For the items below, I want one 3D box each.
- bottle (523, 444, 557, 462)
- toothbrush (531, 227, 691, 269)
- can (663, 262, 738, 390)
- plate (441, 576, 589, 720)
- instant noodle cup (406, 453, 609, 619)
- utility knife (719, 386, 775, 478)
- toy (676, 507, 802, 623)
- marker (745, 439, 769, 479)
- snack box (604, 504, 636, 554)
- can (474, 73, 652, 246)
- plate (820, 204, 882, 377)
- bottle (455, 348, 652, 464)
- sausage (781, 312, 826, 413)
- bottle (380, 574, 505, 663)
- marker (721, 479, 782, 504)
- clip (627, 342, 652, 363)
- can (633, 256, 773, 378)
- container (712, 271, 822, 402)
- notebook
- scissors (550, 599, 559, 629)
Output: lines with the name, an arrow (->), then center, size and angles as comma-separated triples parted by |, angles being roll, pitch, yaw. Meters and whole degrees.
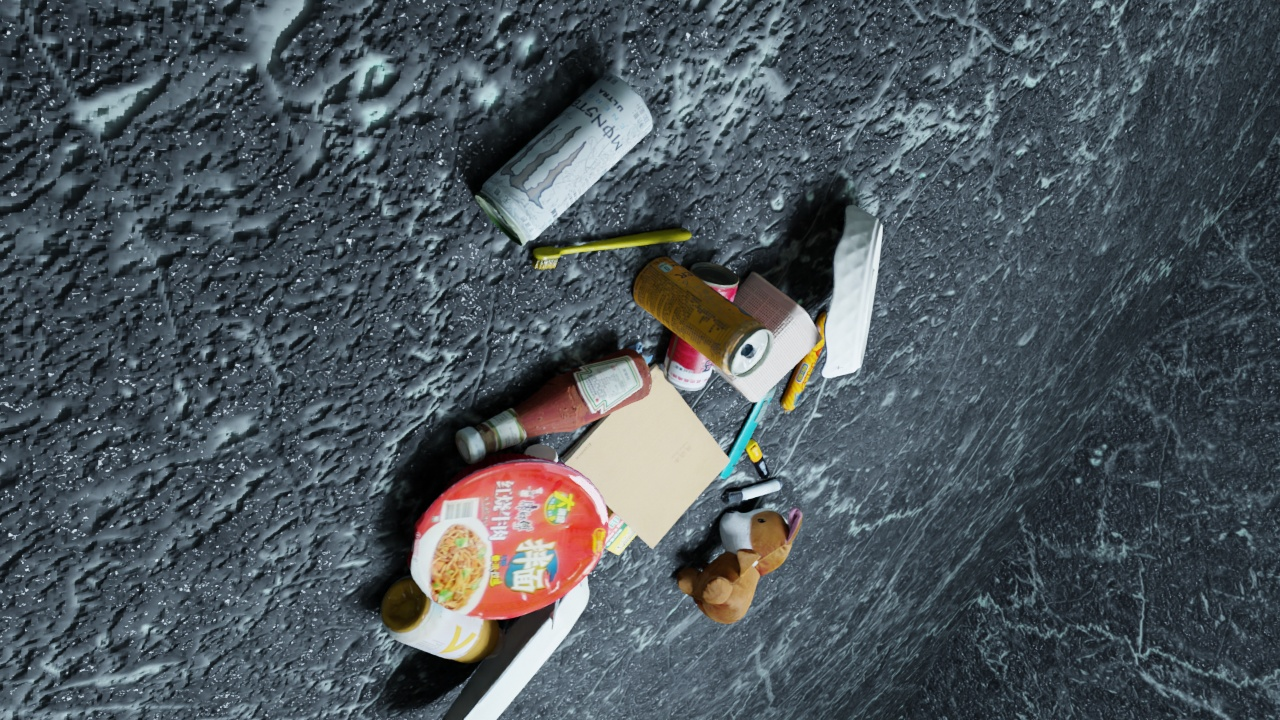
bottle -> -0.117, 0.175, 0.992 | 0.079, 0.044, 0.195 | -22, 136, -38
toothbrush -> -0.024, -0.106, 0.857 | 0.189, 0.015, 0.017 | -15, 137, -41
can -> 0.063, -0.035, 0.986 | 0.053, 0.053, 0.133 | -15, 131, -41
plate -> -0.140, 0.338, 1.046 | 0.265, 0.034, 0.162 | -50, -176, 0
instant noodle cup -> -0.132, 0.161, 0.903 | 0.193, 0.066, 0.194 | -10, 123, -16
utility knife -> 0.145, 0.099, 1.246 | 0.029, 0.013, 0.151 | 1, 121, -47
toy -> 0.147, 0.284, 1.349 | 0.199, 0.140, 0.130 | -37, 102, -22
marker -> 0.169, 0.144, 1.315 | 0.018, 0.015, 0.124 | -41, 147, -6
snack box -> -0.001, 0.164, 1.128 | 0.155, 0.027, 0.077 | -49, 144, -2
can -> -0.059, -0.159, 0.727 | 0.146, 0.058, 0.058 | -44, 146, -9
plate -> 0.251, -0.079, 1.084 | 0.204, 0.046, 0.205 | 9, 89, -74
bottle -> -0.083, 0.046, 0.897 | 0.205, 0.060, 0.060 | -24, 138, -30
sausage -> 0.225, 0.003, 1.238 | 0.021, 0.021, 0.165 | -11, 130, -43
bottle -> -0.200, 0.280, 0.972 | 0.068, 0.068, 0.189 | -46, 147, -7
marker -> 0.167, 0.192, 1.355 | 0.130, 0.018, 0.023 | -7, 118, -45
clip -> -0.006, 0.009, 0.986 | 0.027, 0.045, 0.058 | -29, 146, -31
can -> 0.058, -0.044, 0.892 | 0.058, 0.146, 0.058 | -29, 141, -28
container -> 0.132, -0.023, 1.050 | 0.111, 0.090, 0.090 | -47, 146, 0
notebook -> 0.014, 0.117, 1.075 | 0.149, 0.012, 0.211 | -46, 133, -9
scissors -> -0.082, 0.218, 1.002 | 0.125, 0.012, 0.173 | 104, -4, -72
